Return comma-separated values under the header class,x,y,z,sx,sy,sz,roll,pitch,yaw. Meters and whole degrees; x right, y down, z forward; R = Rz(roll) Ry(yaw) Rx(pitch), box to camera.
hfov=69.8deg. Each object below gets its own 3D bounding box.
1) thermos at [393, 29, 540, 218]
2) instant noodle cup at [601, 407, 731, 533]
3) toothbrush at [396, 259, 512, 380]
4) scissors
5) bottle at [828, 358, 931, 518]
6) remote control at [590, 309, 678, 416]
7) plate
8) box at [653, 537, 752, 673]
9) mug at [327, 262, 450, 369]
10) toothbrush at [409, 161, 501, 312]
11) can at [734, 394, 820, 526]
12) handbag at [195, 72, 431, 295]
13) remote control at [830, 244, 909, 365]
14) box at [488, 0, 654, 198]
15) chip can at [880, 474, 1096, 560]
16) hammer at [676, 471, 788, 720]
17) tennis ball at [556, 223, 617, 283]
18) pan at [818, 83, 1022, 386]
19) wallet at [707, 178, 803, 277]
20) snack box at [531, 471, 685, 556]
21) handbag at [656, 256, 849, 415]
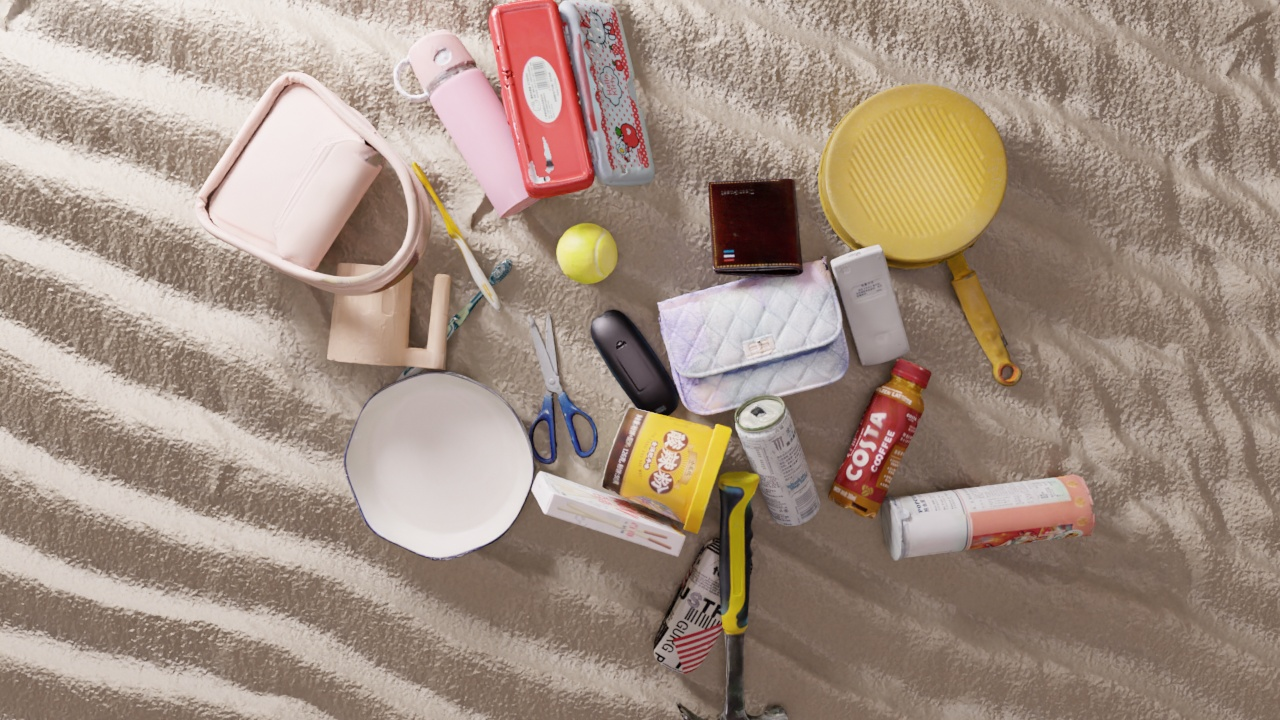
class,x,y,z,sx,sy,sz,roll,pitch,yaw
thermos,-0.181,-0.247,0.975,0.087,0.067,0.198,-33,96,-8
instant noodle cup,0.027,0.111,0.987,0.114,0.118,0.118,19,94,6
toothbrush,-0.208,-0.040,1.016,0.016,0.018,0.191,42,92,-3
scissors,-0.087,0.032,1.027,0.133,0.012,0.172,18,93,0
bottle,0.267,0.085,1.013,0.057,0.057,0.175,23,94,-3
remote control,-0.006,0.006,1.019,0.053,0.024,0.136,-34,94,3
plate,-0.220,0.113,1.015,0.205,0.045,0.205,0,96,0
box,0.070,0.278,1.031,0.068,0.052,0.164,23,93,-23
mug,-0.268,-0.047,0.984,0.124,0.084,0.103,5,92,-3
toothbrush,-0.204,-0.133,1.001,0.018,0.016,0.191,-32,87,16
can,0.148,0.109,0.984,0.058,0.058,0.147,-24,121,1
handbag,-0.313,-0.160,0.931,0.234,0.093,0.193,33,92,20
remote control,0.250,-0.057,0.995,0.056,0.019,0.135,-19,118,11
box,-0.068,-0.276,0.958,0.161,0.058,0.201,-13,91,-22
chip can,0.382,0.172,1.015,0.215,0.071,0.071,-7,94,-1
hammer,0.101,0.277,1.001,0.126,0.032,0.323,-5,105,-12
tennis ball,-0.057,-0.115,0.989,0.065,0.065,0.065,0,94,-1
pan,0.333,-0.129,1.004,0.198,0.078,0.357,-28,88,5
wallet,0.122,-0.144,0.984,0.096,0.020,0.122,1,60,-1
snack box,-0.036,0.164,0.983,0.156,0.085,0.027,21,92,-18
handbag,0.125,-0.023,0.994,0.194,0.075,0.134,-16,94,0
